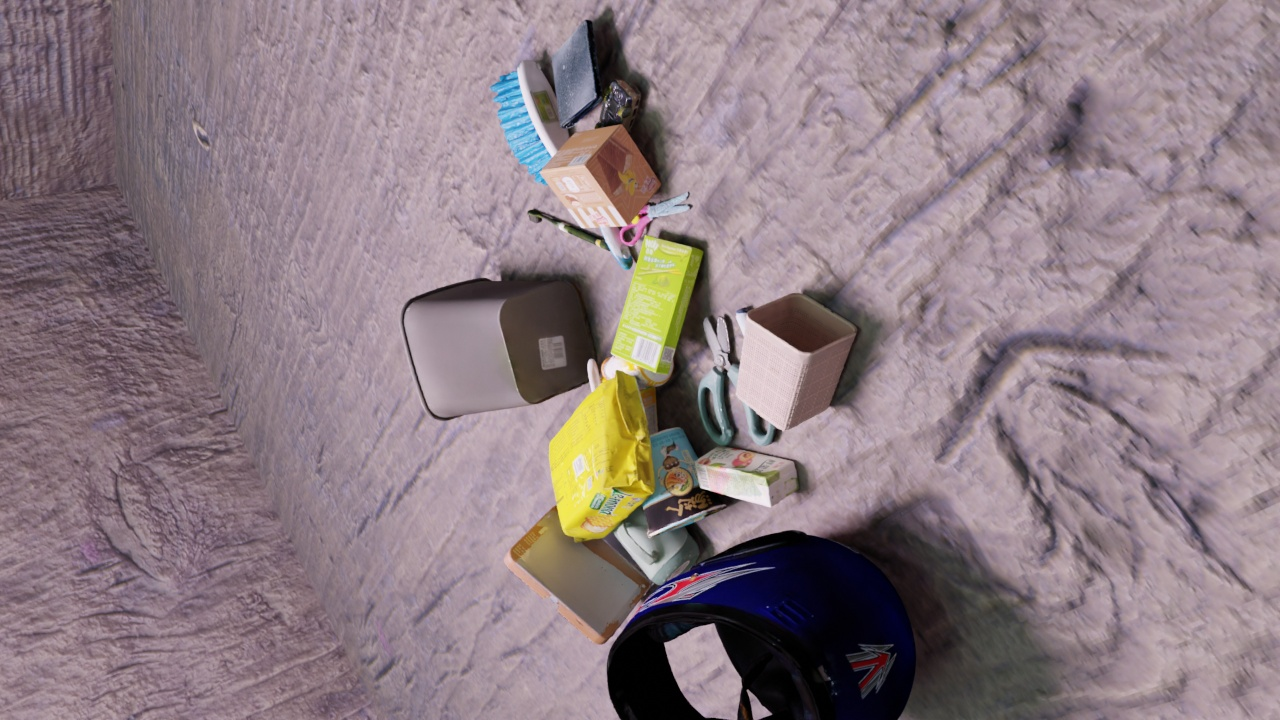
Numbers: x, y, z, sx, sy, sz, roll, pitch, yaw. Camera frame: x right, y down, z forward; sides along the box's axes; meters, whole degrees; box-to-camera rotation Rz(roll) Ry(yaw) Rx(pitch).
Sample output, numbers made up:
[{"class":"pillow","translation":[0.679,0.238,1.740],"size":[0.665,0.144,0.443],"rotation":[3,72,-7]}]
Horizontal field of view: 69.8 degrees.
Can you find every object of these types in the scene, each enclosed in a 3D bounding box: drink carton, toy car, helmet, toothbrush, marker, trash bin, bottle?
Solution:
[{"class":"drink carton","translation":[0.127,0.140,1.109],"size":[0.123,0.053,0.045],"rotation":[8,116,49]},{"class":"toy car","translation":[-0.027,-0.295,1.114],"size":[0.042,0.035,0.091],"rotation":[53,146,23]},{"class":"helmet","translation":[0.144,0.313,1.005],"size":[0.316,0.239,0.247],"rotation":[-19,92,42]},{"class":"toothbrush","translation":[-0.056,0.084,1.289],"size":[0.016,0.016,0.180],"rotation":[13,117,55]},{"class":"marker","translation":[0.140,0.001,1.057],"size":[0.022,0.018,0.130],"rotation":[49,-161,-86]},{"class":"trash bin","translation":[-0.199,-0.021,1.338],"size":[0.220,0.198,0.199],"rotation":[-1,106,45]},{"class":"toothbrush","translation":[-0.100,-0.180,1.277],"size":[0.186,0.012,0.017],"rotation":[28,133,41]},{"class":"bottle","translation":[-0.007,0.007,1.205],"size":[0.109,0.063,0.063],"rotation":[-11,97,52]}]

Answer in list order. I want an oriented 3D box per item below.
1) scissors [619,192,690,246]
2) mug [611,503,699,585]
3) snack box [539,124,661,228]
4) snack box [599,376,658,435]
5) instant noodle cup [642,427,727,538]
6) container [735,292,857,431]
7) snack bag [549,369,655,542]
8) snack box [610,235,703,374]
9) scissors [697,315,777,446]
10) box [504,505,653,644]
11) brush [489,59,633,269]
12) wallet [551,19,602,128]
[{"class":"scissors","translation":[0.014,-0.191,1.131],"size":[0.137,0.017,0.072],"rotation":[-18,82,49]},{"class":"mug","translation":[0.016,0.247,1.250],"size":[0.082,0.111,0.106],"rotation":[-48,67,18]},{"class":"snack box","translation":[-0.048,-0.221,1.111],"size":[0.093,0.076,0.094],"rotation":[7,143,49]},{"class":"snack box","translation":[-0.014,0.094,1.281],"size":[0.087,0.033,0.140],"rotation":[18,121,46]},{"class":"instant noodle cup","translation":[0.038,0.155,1.192],"size":[0.111,0.111,0.120],"rotation":[-38,70,52]},{"class":"container","translation":[0.161,0.004,0.977],"size":[0.090,0.089,0.111],"rotation":[38,135,35]},{"class":"snack bag","translation":[-0.056,0.133,1.200],"size":[0.247,0.068,0.158],"rotation":[129,134,-54]},{"class":"snack box","translation":[0.019,-0.069,1.121],"size":[0.086,0.026,0.156],"rotation":[22,99,43]},{"class":"scissors","translation":[0.117,0.028,1.100],"size":[0.161,0.019,0.179],"rotation":[18,119,47]},{"class":"box","translation":[-0.091,0.316,1.318],"size":[0.180,0.216,0.158],"rotation":[39,128,8]},{"class":"brush","translation":[-0.103,-0.252,1.218],"size":[0.110,0.060,0.314],"rotation":[-19,93,49]},{"class":"wallet","translation":[-0.080,-0.353,1.138],"size":[0.121,0.019,0.097],"rotation":[-11,88,64]}]
